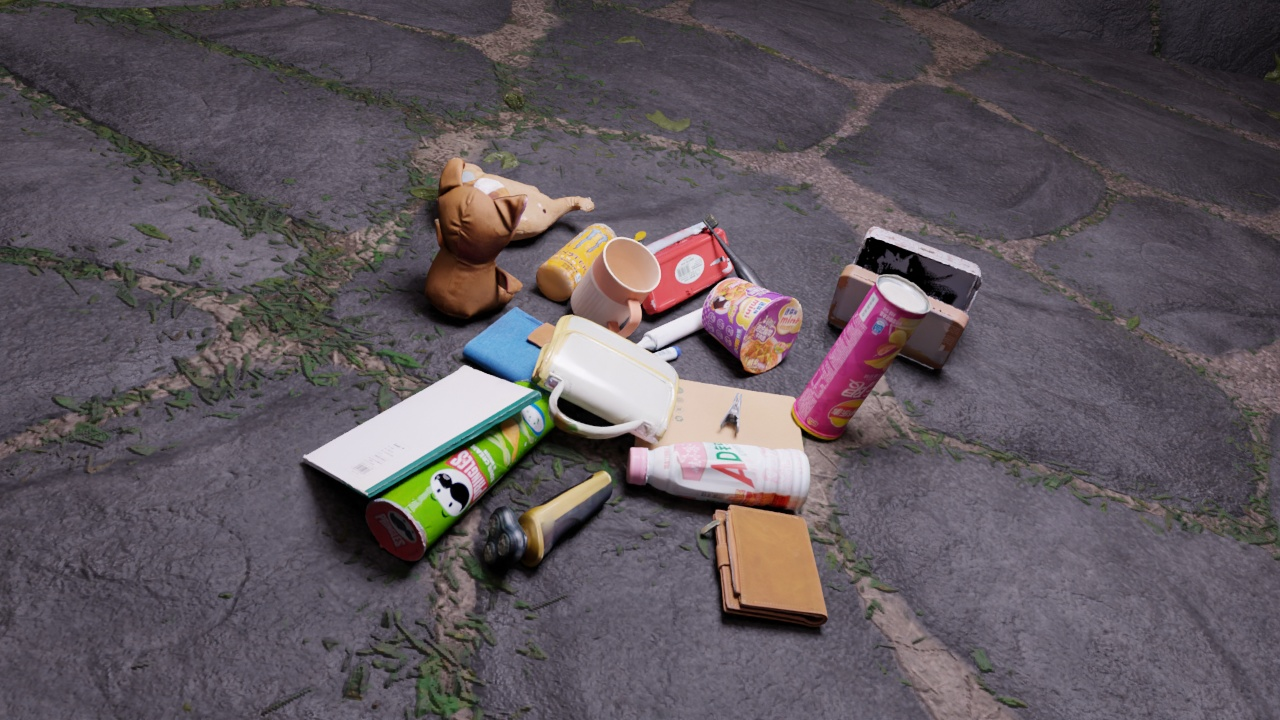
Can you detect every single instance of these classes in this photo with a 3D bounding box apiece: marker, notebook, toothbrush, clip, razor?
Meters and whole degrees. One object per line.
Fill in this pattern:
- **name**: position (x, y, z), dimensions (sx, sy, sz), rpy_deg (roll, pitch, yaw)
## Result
- **marker**: position (-0.007, 0.007, 1.166), dimensions (0.145, 0.017, 0.017), rpy_deg (-19, 49, -35)
- **notebook**: position (0.096, 0.079, 1.116), dimensions (0.207, 0.008, 0.147), rpy_deg (9, 39, -6)
- **toothbrush**: position (-0.025, -0.153, 1.337), dimensions (0.016, 0.018, 0.190), rpy_deg (14, 30, 12)
- **clip**: position (0.115, 0.064, 1.113), dimensions (0.028, 0.024, 0.056), rpy_deg (16, 42, 8)
- **notebook**: position (-0.226, 0.068, 0.952), dimensions (0.208, 0.012, 0.150), rpy_deg (-32, 29, -33)
- **razor**: position (-0.089, 0.155, 0.931), dimensions (0.167, 0.062, 0.067), rpy_deg (-28, 84, -46)
- **toothbrush**: position (0.152, -0.122, 1.304), dimensions (0.212, 0.027, 0.026), rpy_deg (56, 24, 12)
- **toothbrush**: position (0.032, -0.033, 1.219), dimensions (0.027, 0.026, 0.220), rpy_deg (14, 29, 43)

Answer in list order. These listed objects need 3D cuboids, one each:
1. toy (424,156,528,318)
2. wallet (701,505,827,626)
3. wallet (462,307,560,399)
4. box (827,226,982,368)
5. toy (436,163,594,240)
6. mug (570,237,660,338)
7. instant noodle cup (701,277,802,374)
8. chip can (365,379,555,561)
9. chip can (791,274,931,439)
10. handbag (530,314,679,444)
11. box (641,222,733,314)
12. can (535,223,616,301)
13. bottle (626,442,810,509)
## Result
- **toy**: position (-0.203, -0.149, 1.152), dimensions (0.140, 0.200, 0.130), rpy_deg (23, 42, 9)
- **wallet**: position (0.126, 0.207, 0.945), dimensions (0.119, 0.035, 0.130), rpy_deg (8, 37, -7)
- **wallet**: position (-0.135, -0.007, 1.129), dimensions (0.133, 0.040, 0.106), rpy_deg (30, 45, 18)
- **box**: position (0.364, -0.081, 1.285), dimensions (0.182, 0.151, 0.168), rpy_deg (23, 22, 11)
- **toy**: position (-0.185, -0.225, 1.348), dimensions (0.226, 0.083, 0.143), rpy_deg (14, 47, -4)
- **mug**: position (-0.031, -0.082, 1.188), dimensions (0.081, 0.106, 0.114), rpy_deg (2, 59, -32)
- **instant noodle cup**: position (0.142, -0.054, 1.221), dimensions (0.111, 0.112, 0.099), rpy_deg (-20, 42, -36)
- **chip can**: position (-0.177, 0.106, 0.948), dimensions (0.072, 0.072, 0.235), rpy_deg (27, 39, 16)
- **chip can**: position (0.260, -0.001, 1.095), dimensions (0.071, 0.211, 0.071), rpy_deg (16, 38, -13)
- **handbag**: position (-0.038, 0.033, 1.023), dimensions (0.163, 0.063, 0.178), rpy_deg (28, 28, -9)
- **box**: position (0.037, -0.136, 1.324), dimensions (0.100, 0.095, 0.200), rpy_deg (-3, 20, 43)
- **can**: position (-0.087, -0.139, 1.288), dimensions (0.058, 0.058, 0.145), rpy_deg (25, 40, 13)
- **bottle**: position (0.084, 0.124, 1.013), dimensions (0.197, 0.068, 0.068), rpy_deg (6, 39, -4)
